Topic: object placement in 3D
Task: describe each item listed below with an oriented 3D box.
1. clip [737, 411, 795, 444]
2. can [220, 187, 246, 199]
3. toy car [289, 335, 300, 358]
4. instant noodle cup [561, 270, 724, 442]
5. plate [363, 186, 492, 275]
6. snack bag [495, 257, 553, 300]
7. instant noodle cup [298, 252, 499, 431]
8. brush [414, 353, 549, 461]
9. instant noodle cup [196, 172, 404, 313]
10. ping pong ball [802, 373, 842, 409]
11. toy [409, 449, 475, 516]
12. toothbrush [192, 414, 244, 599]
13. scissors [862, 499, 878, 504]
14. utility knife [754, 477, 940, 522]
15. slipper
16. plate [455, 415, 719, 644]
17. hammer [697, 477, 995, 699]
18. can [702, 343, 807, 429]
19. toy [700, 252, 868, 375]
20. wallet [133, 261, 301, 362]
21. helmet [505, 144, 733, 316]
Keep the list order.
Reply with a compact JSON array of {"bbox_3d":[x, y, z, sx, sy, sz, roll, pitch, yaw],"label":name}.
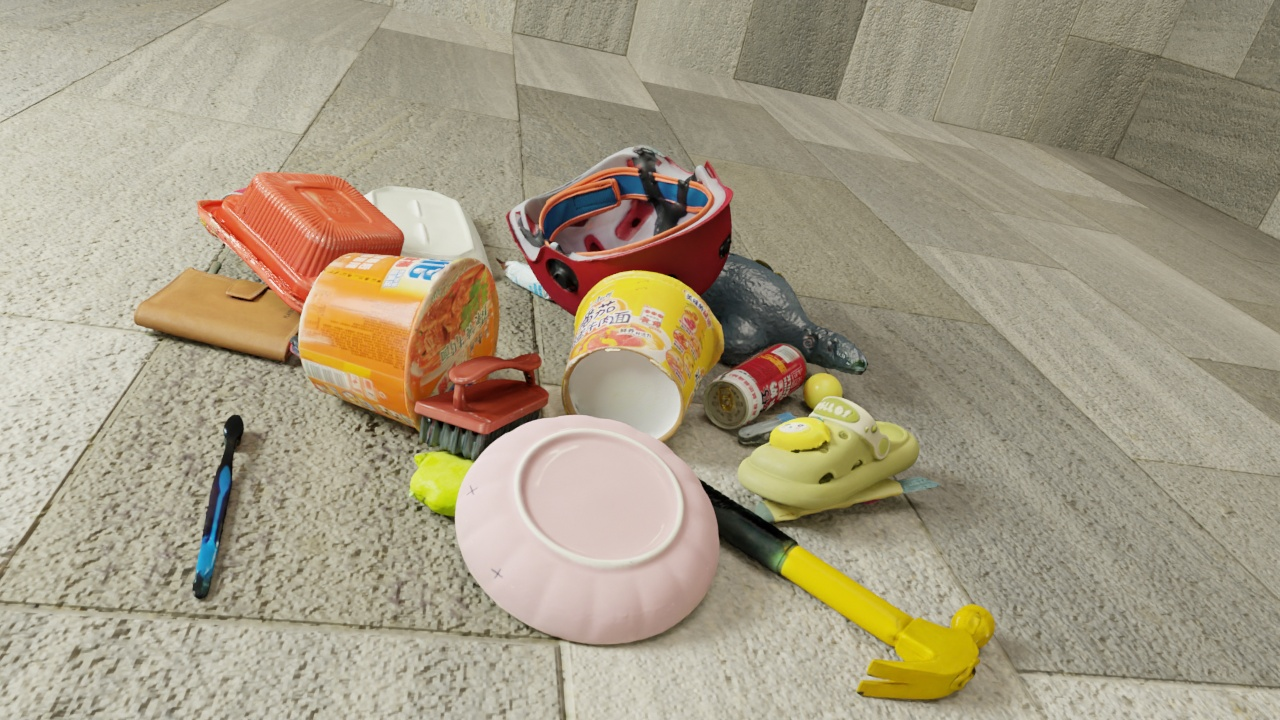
[{"bbox_3d":[0.119,0.068,0.864,0.058,0.043,0.026,-9,28,-11],"label":"clip"},{"bbox_3d":[-0.408,-0.162,1.008,0.066,0.067,0.093,19,27,10],"label":"can"},{"bbox_3d":[-0.269,-0.017,0.832,0.049,0.031,0.106,23,24,18],"label":"toy car"},{"bbox_3d":[-0.005,0.005,0.817,0.138,0.138,0.109,16,35,3],"label":"instant noodle cup"},{"bbox_3d":[-0.265,-0.155,1.101,0.162,0.034,0.265,4,28,-20],"label":"plate"},{"bbox_3d":[-0.120,-0.091,1.056,0.104,0.026,0.048,27,7,25],"label":"snack bag"},{"bbox_3d":[-0.199,-0.021,0.758,0.111,0.151,0.151,12,25,15],"label":"instant noodle cup"},{"bbox_3d":[-0.118,0.030,0.745,0.063,0.069,0.145,16,12,16],"label":"brush"},{"bbox_3d":[-0.317,-0.122,0.909,0.189,0.079,0.164,41,25,15],"label":"instant noodle cup"},{"bbox_3d":[0.189,0.033,0.950,0.040,0.040,0.040,11,27,-6],"label":"ping pong ball"},{"bbox_3d":[-0.122,0.094,0.689,0.100,0.031,0.097,-4,30,-38],"label":"toy"},{"bbox_3d":[-0.289,0.095,0.630,0.014,0.016,0.189,13,28,-24],"label":"toothbrush"},{"bbox_3d":[0.178,0.096,0.854,0.133,0.017,0.130,5,30,-9],"label":"scissors"},{"bbox_3d":[0.179,0.116,0.792,0.190,0.020,0.031,-11,33,-20],"label":"utility knife"},{"bbox_3d":[0.164,0.069,0.793,0.190,0.081,0.092,-11,15,-36],"label":"slipper"},{"bbox_3d":[-0.032,0.105,0.649,0.192,0.039,0.192,10,42,-9],"label":"plate"},{"bbox_3d":[0.111,0.150,0.695,0.301,0.033,0.128,30,29,29],"label":"hammer"},{"bbox_3d":[0.116,0.025,0.916,0.053,0.053,0.132,28,30,25],"label":"can"},{"bbox_3d":[0.095,-0.066,1.046,0.356,0.092,0.137,21,39,18],"label":"toy"},{"bbox_3d":[-0.372,-0.045,0.844,0.130,0.035,0.118,14,29,-7],"label":"wallet"},{"bbox_3d":[-0.003,-0.109,0.938,0.206,0.144,0.240,-33,37,-23],"label":"helmet"}]
